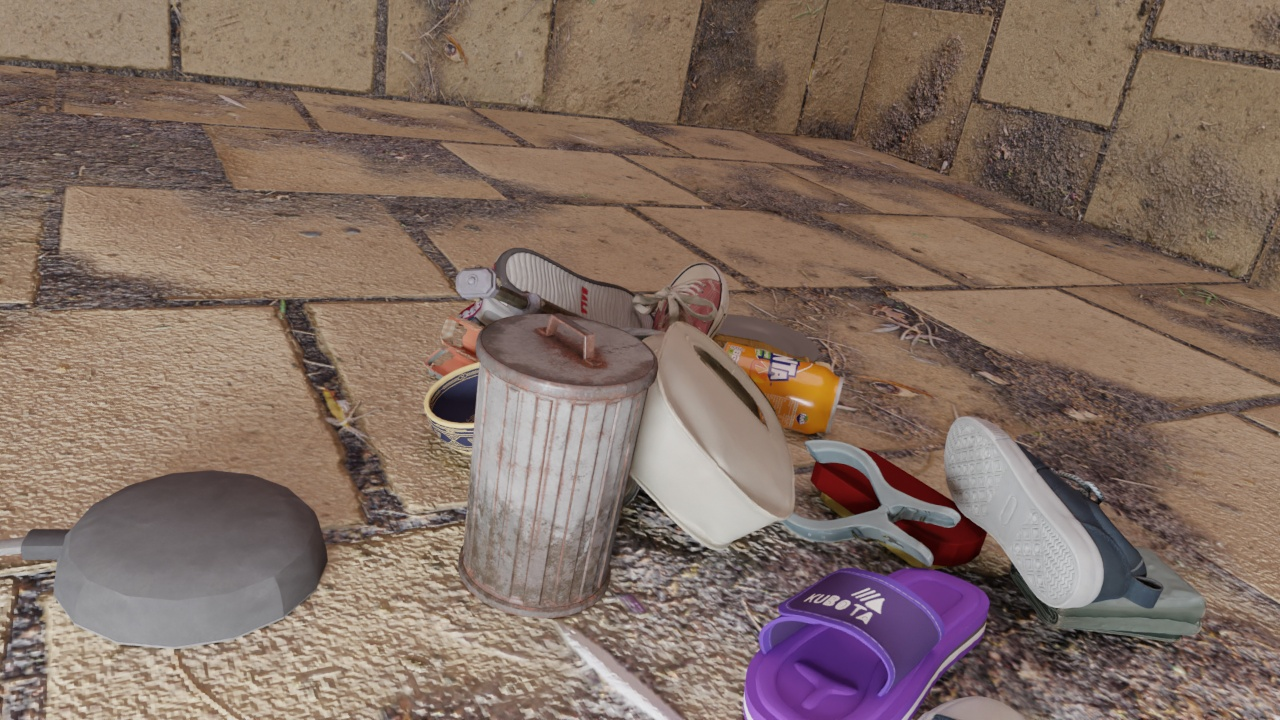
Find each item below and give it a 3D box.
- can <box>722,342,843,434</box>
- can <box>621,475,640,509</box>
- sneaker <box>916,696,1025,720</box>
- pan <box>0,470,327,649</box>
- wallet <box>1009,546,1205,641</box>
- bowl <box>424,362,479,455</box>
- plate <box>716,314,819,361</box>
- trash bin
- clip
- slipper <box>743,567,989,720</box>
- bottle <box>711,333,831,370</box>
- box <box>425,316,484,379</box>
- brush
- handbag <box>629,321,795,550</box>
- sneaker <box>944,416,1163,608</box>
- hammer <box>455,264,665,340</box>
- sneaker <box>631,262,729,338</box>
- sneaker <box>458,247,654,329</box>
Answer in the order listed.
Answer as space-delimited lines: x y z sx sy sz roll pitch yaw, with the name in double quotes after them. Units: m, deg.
0.152 0.033 1.043 0.142 0.079 0.079 15 23 10 "can"
-0.049 0.083 0.852 0.067 0.067 0.121 1 25 -21 "can"
0.181 0.255 0.535 0.087 0.079 0.234 24 26 28 "sneaker"
-0.403 0.125 0.632 0.357 0.041 0.178 3 24 -17 "pan"
0.402 0.200 0.799 0.131 0.054 0.100 7 15 -2 "wallet"
-0.143 0.054 0.875 0.112 0.061 0.112 -6 31 4 "bowl"
0.157 -0.025 1.267 0.178 0.012 0.178 9 23 -4 "plate"
-0.066 0.070 0.689 0.131 0.211 0.130 9 23 -4 "trash bin"
0.212 0.109 0.836 0.172 0.029 0.141 12 58 35 "clip"
0.171 0.186 0.664 0.107 0.084 0.265 17 20 41 "slipper"
0.151 0.006 1.131 0.166 0.060 0.059 9 23 -3 "bottle"
-0.153 0.014 0.978 0.187 0.083 0.043 24 7 32 "box"
0.240 0.142 0.873 0.082 0.042 0.173 -8 29 -37 "brush"
0.052 0.057 0.829 0.200 0.093 0.199 48 30 -12 "handbag"
0.346 0.125 0.795 0.087 0.089 0.235 1 30 -13 "sneaker"
-0.075 -0.040 0.791 0.147 0.028 0.316 -1 -6 14 "hammer"
0.045 -0.049 1.075 0.118 0.088 0.240 -5 41 20 "sneaker"
-0.088 -0.038 1.100 0.262 0.129 0.096 21 53 -35 "sneaker"
